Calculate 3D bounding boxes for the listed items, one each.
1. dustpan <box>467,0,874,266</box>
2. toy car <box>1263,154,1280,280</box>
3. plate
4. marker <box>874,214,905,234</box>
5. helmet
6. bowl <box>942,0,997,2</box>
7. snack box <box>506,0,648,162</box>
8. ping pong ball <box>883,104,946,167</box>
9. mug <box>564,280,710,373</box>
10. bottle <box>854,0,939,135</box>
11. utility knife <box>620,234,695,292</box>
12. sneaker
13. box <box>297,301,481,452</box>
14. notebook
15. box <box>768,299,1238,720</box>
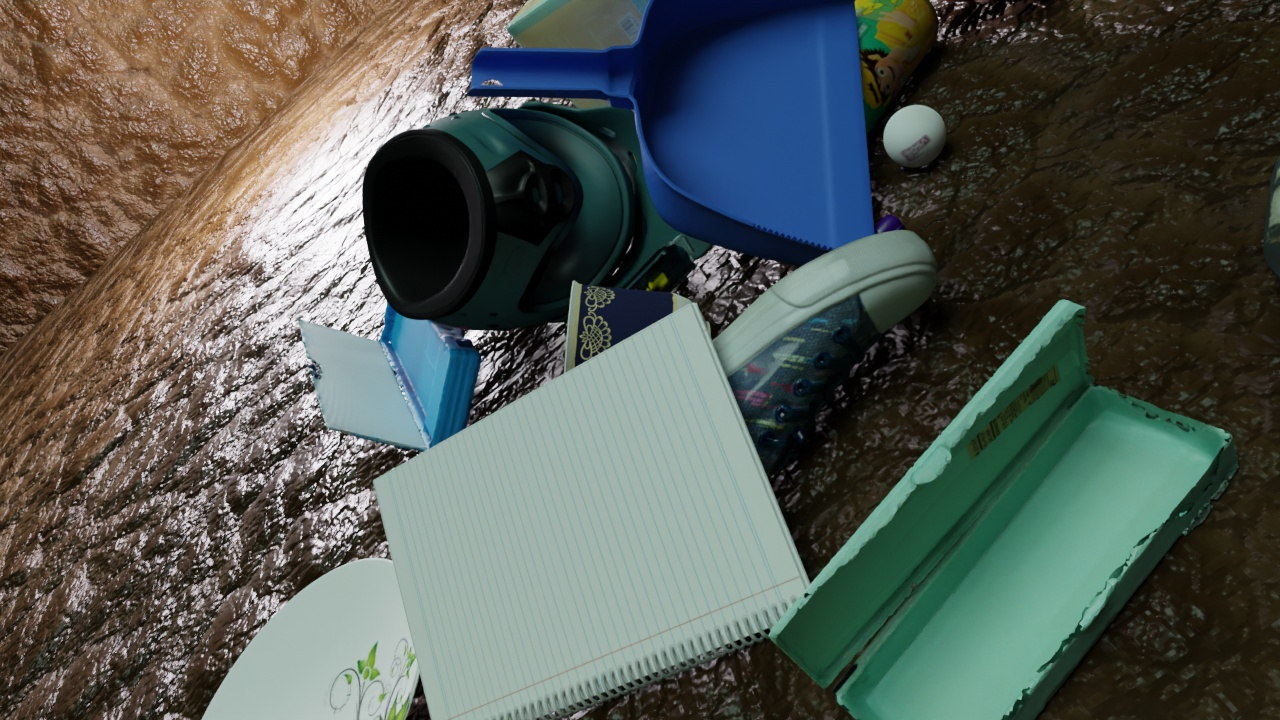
[{"bbox_3d":[0.021,-0.166,0.589,0.258,0.060,0.245,1,65,2],"label":"dustpan"},{"bbox_3d":[0.303,-0.072,0.376,0.071,0.094,0.191,-29,31,58],"label":"toy car"},{"bbox_3d":[-0.220,0.241,0.611,0.230,0.030,0.228,-28,37,23],"label":"plate"},{"bbox_3d":[0.119,-0.042,0.581,0.134,0.015,0.018,-46,36,-4],"label":"marker"},{"bbox_3d":[-0.078,-0.115,0.711,0.199,0.176,0.275,-14,7,-35],"label":"helmet"},{"bbox_3d":[0.262,-0.310,0.678,0.148,0.069,0.147,-27,37,22],"label":"bowl"},{"bbox_3d":[0.002,-0.220,0.725,0.142,0.193,0.044,-1,51,54],"label":"snack box"},{"bbox_3d":[0.182,-0.149,0.611,0.040,0.040,0.040,-27,37,23],"label":"ping pong ball"},{"bbox_3d":[-0.004,0.004,0.604,0.089,0.112,0.085,5,51,-3],"label":"mug"},{"bbox_3d":[0.137,-0.182,0.669,0.209,0.068,0.068,-53,35,-14],"label":"bottle"},{"bbox_3d":[-0.004,-0.042,0.638,0.173,0.029,0.020,-43,15,55],"label":"utility knife"},{"bbox_3d":[0.074,0.022,0.522,0.236,0.087,0.079,-36,61,14],"label":"sneaker"},{"bbox_3d":[-0.230,-0.014,0.809,0.243,0.115,0.094,44,122,57],"label":"box"},{"bbox_3d":[-0.042,0.101,0.517,0.246,0.013,0.177,-29,68,21],"label":"notebook"},{"bbox_3d":[0.141,0.070,0.369,0.188,0.093,0.077,-47,33,-5],"label":"box"}]
